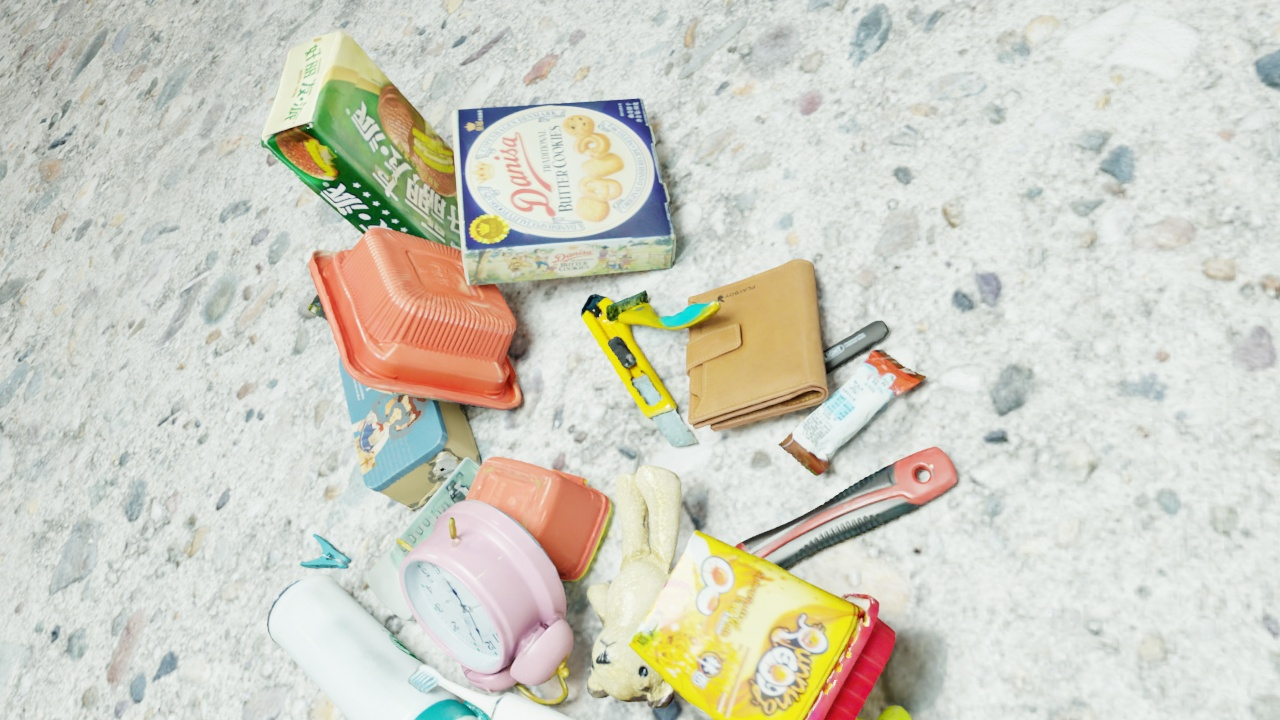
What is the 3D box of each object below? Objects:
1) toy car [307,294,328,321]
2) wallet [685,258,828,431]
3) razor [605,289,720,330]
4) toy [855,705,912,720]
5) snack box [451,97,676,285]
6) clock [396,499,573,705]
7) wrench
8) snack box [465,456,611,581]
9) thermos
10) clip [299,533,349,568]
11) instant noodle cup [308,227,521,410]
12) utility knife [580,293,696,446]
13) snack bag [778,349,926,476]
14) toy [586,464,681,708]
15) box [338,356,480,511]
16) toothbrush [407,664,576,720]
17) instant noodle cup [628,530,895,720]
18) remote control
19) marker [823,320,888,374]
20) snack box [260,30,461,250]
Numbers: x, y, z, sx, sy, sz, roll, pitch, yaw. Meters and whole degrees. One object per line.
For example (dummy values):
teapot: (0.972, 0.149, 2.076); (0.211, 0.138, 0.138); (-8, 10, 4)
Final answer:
toy car: (-0.310, -0.053, 0.956); (0.091, 0.036, 0.043); (27, 79, 37)
wallet: (0.085, -0.012, 0.693); (0.108, 0.031, 0.131); (-17, 44, 23)
razor: (0.023, -0.038, 0.727); (0.043, 0.028, 0.133); (-21, 13, -30)
toy: (0.150, 0.244, 0.507); (0.100, 0.031, 0.096); (11, 61, 18)
snack box: (-0.072, -0.155, 0.821); (0.182, 0.046, 0.177); (-6, 56, -8)
clock: (-0.104, 0.178, 0.646); (0.117, 0.158, 0.059); (-29, 9, 47)
wrench: (0.089, 0.136, 0.625); (0.274, 0.016, 0.056); (-34, 55, 10)
snack box: (-0.081, 0.115, 0.696); (0.091, 0.080, 0.081); (9, 67, 34)
thermos: (-0.199, 0.244, 0.700); (0.224, 0.073, 0.073); (25, 77, 37)
clip: (-0.281, 0.175, 0.821); (0.055, 0.013, 0.034); (4, 66, 31)
instant noodle cup: (-0.186, -0.046, 0.794); (0.079, 0.164, 0.188); (-56, 46, 23)
utility knife: (-0.004, 0.004, 0.757); (0.033, 0.015, 0.190); (-39, 51, 6)
snack bag: (0.147, 0.035, 0.643); (0.104, 0.026, 0.048); (-47, 44, 0)
toy: (-0.001, 0.148, 0.616); (0.105, 0.066, 0.157); (-6, 70, 33)
box: (-0.212, 0.039, 0.829); (0.090, 0.063, 0.184); (-35, 53, 7)
toothbrush: (-0.068, 0.241, 0.605); (0.221, 0.027, 0.026); (10, 28, 30)
instant noodle cup: (0.064, 0.166, 0.537); (0.124, 0.116, 0.116); (31, 80, 8)
remote control: (-0.165, 0.147, 0.756); (0.056, 0.019, 0.135); (39, 86, 21)
marker: (0.127, 0.007, 0.678); (0.124, 0.015, 0.018); (-32, 53, 11)
snack box: (-0.232, -0.174, 0.850); (0.063, 0.240, 0.114); (-11, 57, 23)
